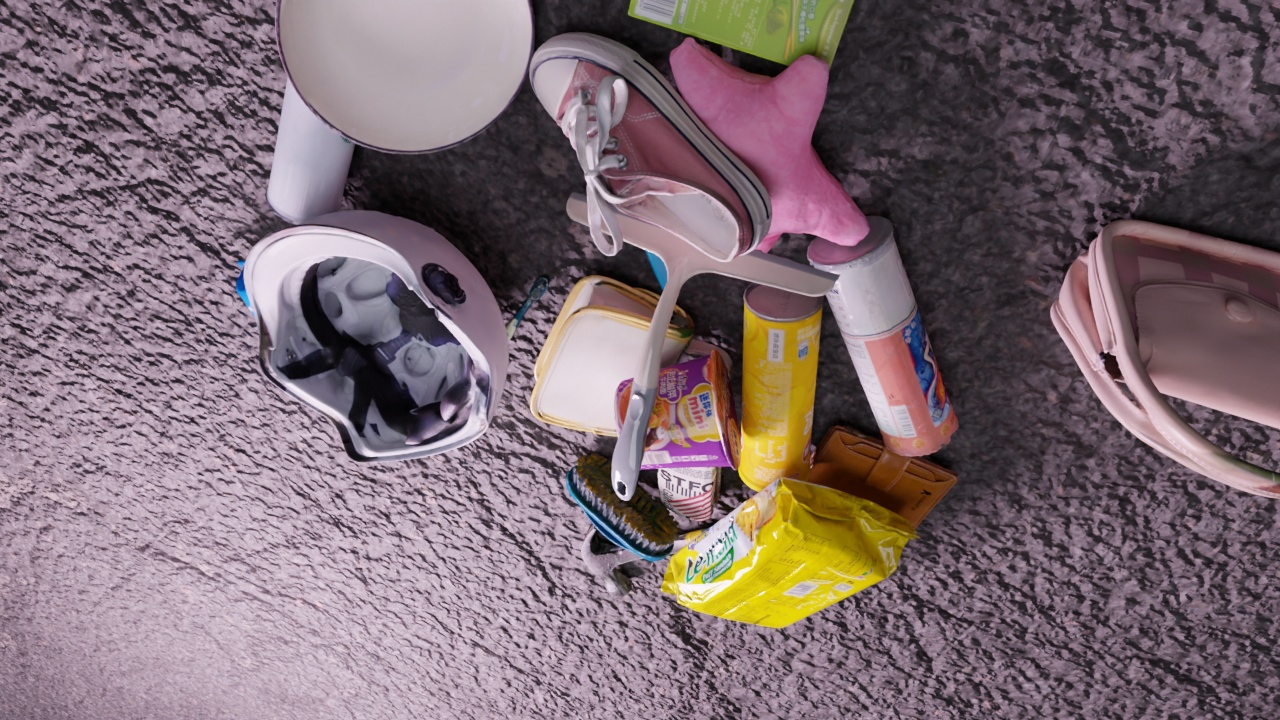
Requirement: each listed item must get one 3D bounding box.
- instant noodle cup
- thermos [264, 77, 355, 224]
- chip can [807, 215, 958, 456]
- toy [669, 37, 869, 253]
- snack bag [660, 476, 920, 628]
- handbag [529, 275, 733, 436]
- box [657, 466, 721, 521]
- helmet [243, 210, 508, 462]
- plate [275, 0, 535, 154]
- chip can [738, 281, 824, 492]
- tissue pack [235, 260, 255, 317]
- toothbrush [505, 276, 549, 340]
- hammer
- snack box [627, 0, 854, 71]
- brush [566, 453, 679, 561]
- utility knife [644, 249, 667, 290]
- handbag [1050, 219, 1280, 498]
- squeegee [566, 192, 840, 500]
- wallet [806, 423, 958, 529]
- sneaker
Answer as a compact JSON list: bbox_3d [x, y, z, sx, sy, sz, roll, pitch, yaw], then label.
[{"bbox_3d":[0.033,0.052,0.842,0.099,0.111,0.112,-10,125,15],"label":"instant noodle cup"},{"bbox_3d":[-0.268,-0.219,0.786,0.073,0.073,0.225,27,130,-5],"label":"thermos"},{"bbox_3d":[0.212,-0.016,0.792,0.071,0.071,0.215,-13,123,26],"label":"chip can"},{"bbox_3d":[0.077,-0.161,0.718,0.179,0.074,0.195,-3,126,35],"label":"toy"},{"bbox_3d":[0.147,0.206,0.936,0.158,0.068,0.247,18,141,-21],"label":"snack bag"},{"bbox_3d":[-0.005,0.005,0.897,0.178,0.063,0.164,16,133,-15],"label":"handbag"},{"bbox_3d":[0.050,0.118,0.951,0.074,0.064,0.165,-6,138,1],"label":"box"},{"bbox_3d":[-0.230,-0.039,0.867,0.230,0.145,0.259,-24,113,30],"label":"helmet"},{"bbox_3d":[-0.179,-0.254,0.704,0.192,0.039,0.193,-12,132,-14],"label":"plate"},{"bbox_3d":[0.128,0.028,0.854,0.072,0.071,0.214,6,129,13],"label":"chip can"},{"bbox_3d":[-0.349,-0.046,0.962,0.095,0.052,0.157,-6,126,24],"label":"tissue pack"},{"bbox_3d":[-0.140,-0.021,0.936,0.016,0.018,0.192,33,130,-10],"label":"toothbrush"},{"bbox_3d":[0.074,0.203,1.040,0.324,0.031,0.126,-15,123,28],"label":"hammer"},{"bbox_3d":[0.075,-0.270,0.660,0.156,0.026,0.086,18,131,4],"label":"snack box"},{"bbox_3d":[-0.024,0.168,1.008,0.144,0.055,0.074,39,137,13],"label":"brush"},{"bbox_3d":[0.002,-0.133,0.800,0.034,0.018,0.166,-12,122,27],"label":"utility knife"},{"bbox_3d":[0.405,0.009,0.641,0.193,0.233,0.094,16,133,5],"label":"handbag"},{"bbox_3d":[0.008,0.009,0.767,0.247,0.039,0.247,22,106,23],"label":"squeegee"},{"bbox_3d":[0.236,0.115,0.919,0.130,0.035,0.119,22,137,-1],"label":"wallet"},{"bbox_3d":[-0.012,-0.156,0.688,0.241,0.087,0.119,45,144,16],"label":"sneaker"}]
